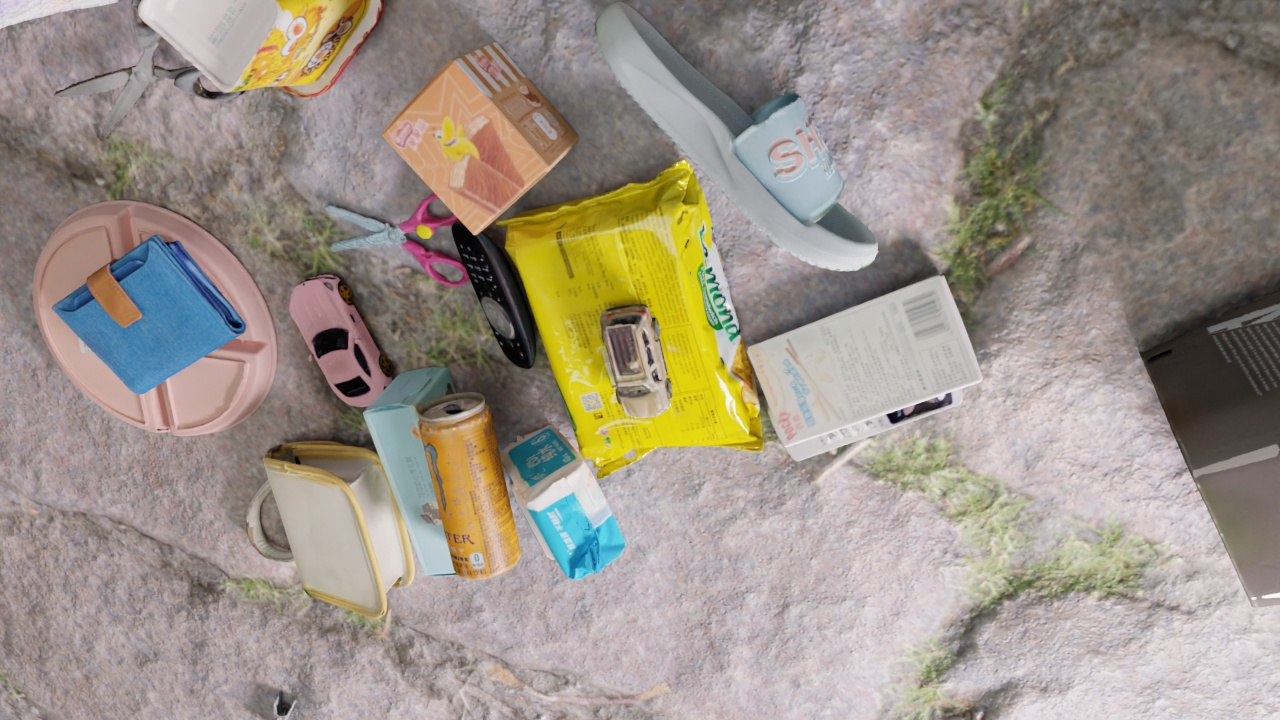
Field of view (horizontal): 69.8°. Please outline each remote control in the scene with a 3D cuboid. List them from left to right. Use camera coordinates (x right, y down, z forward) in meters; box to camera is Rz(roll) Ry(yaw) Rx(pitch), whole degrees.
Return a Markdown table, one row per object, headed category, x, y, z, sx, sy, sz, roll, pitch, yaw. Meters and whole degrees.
| category | x | y | z | sx | sy | sz | roll | pitch | yaw |
| --- | --- | --- | --- | --- | --- | --- | --- | --- | --- |
| remote control | -0.112 | -0.054 | 0.734 | 0.053 | 0.024 | 0.136 | 20 | 139 | 44 |
| remote control | 0.179 | 0.033 | 0.734 | 0.150 | 0.021 | 0.058 | -23 | 110 | 21 |

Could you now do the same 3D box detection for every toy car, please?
| category | x | y | z | sx | sy | sz | roll | pitch | yaw |
| --- | --- | --- | --- | --- | --- | --- | --- | --- | --- |
| toy car | -0.259 | -0.014 | 0.788 | 0.056 | 0.037 | 0.122 | -18 | 110 | 17 |
| toy car | -0.004 | 0.004 | 0.672 | 0.042 | 0.035 | 0.090 | -6 | 118 | 15 |

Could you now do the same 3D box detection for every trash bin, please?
| category | x | y | z | sx | sy | sz | roll | pitch | yaw |
| --- | --- | --- | --- | --- | --- | --- | --- | --- | --- |
| trash bin | 0.474 | 0.038 | 0.592 | 0.220 | 0.198 | 0.198 | -23 | 108 | 27 |

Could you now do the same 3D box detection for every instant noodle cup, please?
| category | x | y | z | sx | sy | sz | roll | pitch | yaw |
| --- | --- | --- | --- | --- | --- | --- | --- | --- | --- |
| instant noodle cup | -0.259 | -0.243 | 0.625 | 0.116 | 0.123 | 0.116 | 43 | 116 | -12 |

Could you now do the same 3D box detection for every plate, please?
| category | x | y | z | sx | sy | sz | roll | pitch | yaw |
| --- | --- | --- | --- | --- | --- | --- | --- | --- | --- |
| plate | -0.439 | -0.028 | 0.821 | 0.229 | 0.028 | 0.230 | 5 | 117 | 9 |

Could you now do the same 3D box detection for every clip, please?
| category | x | y | z | sx | sy | sz | roll | pitch | yaw |
| --- | --- | --- | --- | --- | --- | --- | --- | --- | --- |
| clip | -0.401 | 0.398 | 1.028 | 0.029 | 0.024 | 0.057 | 17 | 112 | -2 |

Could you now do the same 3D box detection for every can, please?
| category | x | y | z | sx | sy | sz | roll | pitch | yaw |
| --- | --- | --- | --- | --- | --- | --- | --- | --- | --- |
| can | -0.139 | 0.103 | 0.749 | 0.058 | 0.058 | 0.146 | -5 | 108 | 13 |

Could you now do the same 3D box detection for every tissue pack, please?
| category | x | y | z | sx | sy | sz | roll | pitch | yaw |
| --- | --- | --- | --- | --- | --- | --- | --- | --- | --- |
| tissue pack | -0.069 | 0.117 | 0.767 | 0.063 | 0.140 | 0.090 | -29 | 110 | -11 |

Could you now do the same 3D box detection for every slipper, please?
| category | x | y | z | sx | sy | sz | roll | pitch | yaw |
| --- | --- | --- | --- | --- | --- | --- | --- | --- | --- |
| slipper | 0.073 | -0.158 | 0.619 | 0.245 | 0.103 | 0.074 | 43 | 114 | -4 |

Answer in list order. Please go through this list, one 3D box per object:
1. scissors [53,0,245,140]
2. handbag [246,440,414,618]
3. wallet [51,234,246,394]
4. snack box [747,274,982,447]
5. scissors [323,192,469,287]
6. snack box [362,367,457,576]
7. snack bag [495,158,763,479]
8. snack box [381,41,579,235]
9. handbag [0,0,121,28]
| category | x | y | z | sx | sy | sz | roll | pitch | yaw |
| --- | --- | --- | --- | --- | --- | --- | --- | --- | --- |
| scissors | -0.381 | -0.222 | 0.708 | 0.173 | 0.014 | 0.160 | 17 | 131 | -2 |
| handbag | -0.307 | 0.151 | 0.875 | 0.179 | 0.063 | 0.163 | 6 | 118 | 25 |
| wallet | -0.416 | -0.037 | 0.777 | 0.133 | 0.040 | 0.106 | -26 | 113 | 20 |
| snack box | 0.169 | 0.002 | 0.701 | 0.157 | 0.026 | 0.084 | -22 | 87 | 21 |
| scissors | -0.195 | -0.094 | 0.750 | 0.136 | 0.017 | 0.105 | -8 | 120 | 20 |
| snack box | -0.180 | 0.098 | 0.806 | 0.052 | 0.074 | 0.175 | -7 | 114 | 14 |
| snack bag | -0.006 | -0.022 | 0.718 | 0.158 | 0.068 | 0.247 | -11 | 114 | 16 |
| snack box | -0.111 | -0.160 | 0.654 | 0.077 | 0.092 | 0.094 | -36 | 105 | 24 |
| handbag | -0.399 | -0.269 | 0.604 | 0.134 | 0.193 | 0.075 | -20 | 115 | 24 |
